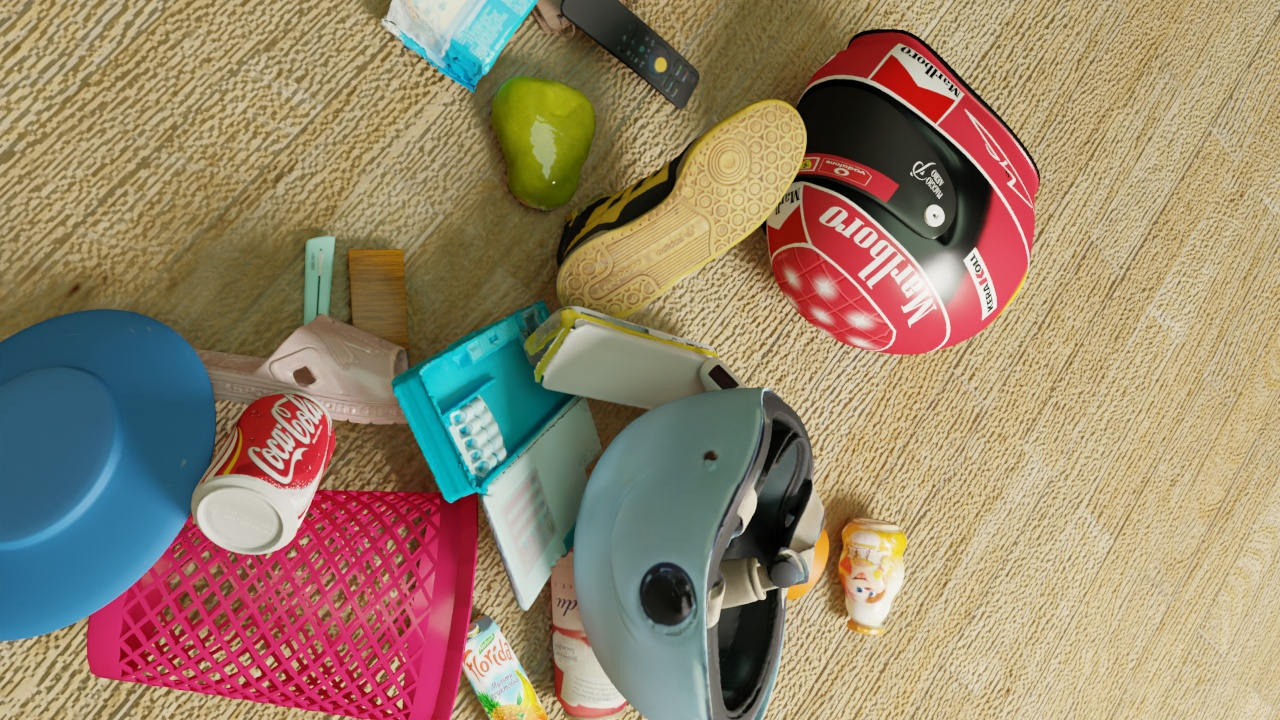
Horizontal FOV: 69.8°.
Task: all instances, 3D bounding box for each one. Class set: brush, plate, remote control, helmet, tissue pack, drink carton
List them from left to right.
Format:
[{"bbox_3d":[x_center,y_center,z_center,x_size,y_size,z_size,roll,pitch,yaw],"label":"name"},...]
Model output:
[{"bbox_3d":[-0.383,0.062,0.585,0.224,0.024,0.224,-4,64,7],"label":"plate"},{"bbox_3d":[-0.210,-0.026,0.738,0.048,0.017,0.126,-4,91,-23],"label":"brush"},{"bbox_3d":[-0.134,-0.299,0.742,0.093,0.062,0.144,36,89,-20],"label":"tissue pack"},{"bbox_3d":[-0.115,0.273,0.763,0.044,0.039,0.129,-29,100,-21],"label":"drink carton"},{"bbox_3d":[-0.008,-0.280,0.812,0.151,0.020,0.041,30,84,-34],"label":"remote control"},{"bbox_3d":[0.040,0.153,0.692,0.225,0.167,0.265,25,67,-62],"label":"helmet"},{"bbox_3d":[0.089,0.055,0.810,0.025,0.060,0.138,-34,139,-8],"label":"remote control"},{"bbox_3d":[0.219,-0.128,0.829,0.271,0.198,0.224,45,73,-8],"label":"helmet"}]

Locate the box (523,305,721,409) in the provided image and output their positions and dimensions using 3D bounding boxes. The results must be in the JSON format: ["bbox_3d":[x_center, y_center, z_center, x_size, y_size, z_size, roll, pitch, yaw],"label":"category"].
[{"bbox_3d":[-0.003,0.006,0.756,0.209,0.066,0.044,15,39,-49],"label":"box"}]

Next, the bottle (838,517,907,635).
[{"bbox_3d":[0.225,0.211,0.899,0.063,0.063,0.109,8,87,-23],"label":"bottle"}]

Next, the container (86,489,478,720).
[{"bbox_3d":[-0.244,0.165,0.646,0.225,0.183,0.183,10,85,-15],"label":"container"}]

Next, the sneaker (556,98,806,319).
[{"bbox_3d":[0.025,-0.128,0.769,0.238,0.122,0.086,-38,110,2],"label":"sneaker"}]

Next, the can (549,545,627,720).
[{"bbox_3d":[-0.042,0.214,0.780,0.067,0.067,0.170,-2,91,-23],"label":"can"}]

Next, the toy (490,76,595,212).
[{"bbox_3d":[-0.084,-0.182,0.777,0.090,0.051,0.110,5,90,-21],"label":"toy"}]

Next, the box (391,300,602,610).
[{"bbox_3d":[-0.086,0.060,0.697,0.039,0.226,0.182,-19,99,19],"label":"box"}]

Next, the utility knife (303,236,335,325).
[{"bbox_3d":[-0.255,-0.038,0.722,0.022,0.015,0.120,3,91,-25],"label":"utility knife"}]

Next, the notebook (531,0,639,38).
[{"bbox_3d":[-0.035,-0.401,0.816,0.210,0.022,0.169,-35,102,-20],"label":"notebook"}]

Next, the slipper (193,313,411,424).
[{"bbox_3d":[-0.243,0.000,0.669,0.239,0.094,0.064,7,98,-12],"label":"slipper"}]

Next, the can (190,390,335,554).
[{"bbox_3d":[-0.238,0.069,0.590,0.064,0.104,0.064,0,122,0],"label":"can"}]

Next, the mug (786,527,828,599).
[{"bbox_3d":[0.114,0.151,0.851,0.096,0.078,0.112,30,50,-20],"label":"mug"}]
